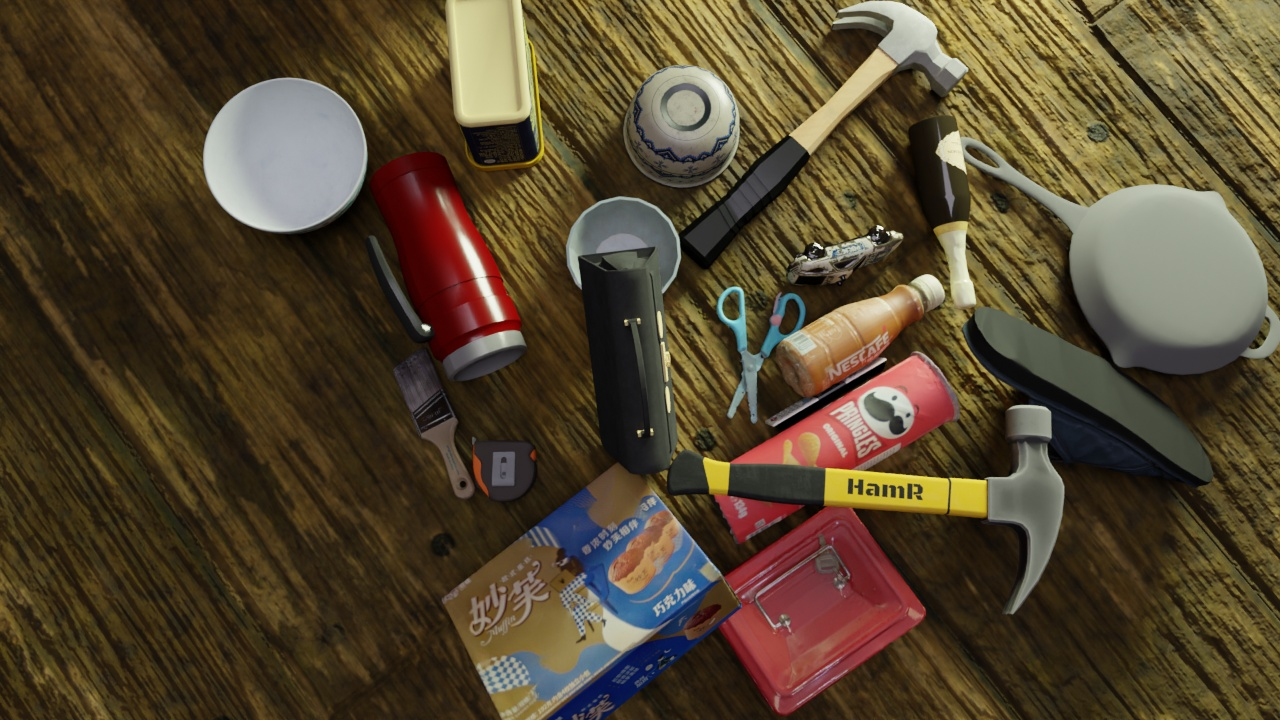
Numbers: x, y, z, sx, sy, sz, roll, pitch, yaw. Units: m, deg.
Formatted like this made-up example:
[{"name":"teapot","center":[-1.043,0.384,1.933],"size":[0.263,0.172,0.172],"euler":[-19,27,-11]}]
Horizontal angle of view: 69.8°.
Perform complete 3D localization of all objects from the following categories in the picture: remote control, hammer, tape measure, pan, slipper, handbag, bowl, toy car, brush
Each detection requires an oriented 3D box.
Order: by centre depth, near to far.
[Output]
[{"name":"handbag","center":[-0.004,0.004,0.750],"size":[0.072,0.195,0.176],"euler":[-7,101,-3]},{"name":"hammer","center":[0.184,0.113,0.767],"size":[0.325,0.034,0.169],"euler":[4,75,6]},{"name":"tape measure","center":[-0.125,0.100,0.837],"size":[0.058,0.038,0.058],"euler":[1,82,-1]},{"name":"slipper","center":[0.392,0.048,0.841],"size":[0.265,0.084,0.108],"euler":[27,38,-9]},{"name":"brush","center":[-0.186,0.059,0.844],"size":[0.039,0.012,0.151],"euler":[-27,74,-3]},{"name":"bowl","center":[-0.318,-0.179,0.855],"size":[0.144,0.074,0.144],"euler":[0,82,-1]},{"name":"remote control","center":[0.174,0.032,0.859],"size":[0.124,0.028,0.012],"euler":[-30,97,-5]},{"name":"toy car","center":[0.194,-0.094,0.866],"size":[0.113,0.048,0.040],"euler":[-16,78,-3]},{"name":"bowl","center":[-0.016,-0.098,0.867],"size":[0.106,0.039,0.106],"euler":[0,82,-1]},{"name":"bowl","center":[0.041,-0.230,0.878],"size":[0.115,0.059,0.115],"euler":[0,82,-1]},{"name":"pan","center":[0.458,-0.119,0.880],"size":[0.354,0.024,0.216],"euler":[35,76,7]},{"name":"hammer","center":[0.163,-0.217,0.891],"size":[0.131,0.039,0.328],"euler":[44,84,6]}]

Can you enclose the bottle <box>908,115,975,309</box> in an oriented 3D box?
[{"name":"bottle","center":[0.294,-0.139,0.877],"size":[0.045,0.045,0.184],"euler":[-7,82,-2]}]

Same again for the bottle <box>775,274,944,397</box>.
[{"name":"bottle","center":[0.207,-0.029,0.853],"size":[0.167,0.059,0.059],"euler":[-30,83,-10]}]

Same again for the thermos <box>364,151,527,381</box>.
[{"name":"thermos","center":[-0.185,-0.083,0.833],"size":[0.107,0.084,0.198],"euler":[-17,78,-39]}]

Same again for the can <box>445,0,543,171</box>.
[{"name":"can","center":[-0.136,-0.260,0.855],"size":[0.075,0.104,0.135],"euler":[-6,82,-2]}]

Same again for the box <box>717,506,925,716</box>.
[{"name":"box","center":[0.147,0.216,0.806],"size":[0.157,0.098,0.129],"euler":[-32,79,-2]}]

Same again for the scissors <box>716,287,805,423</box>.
[{"name":"scissors","center":[0.096,-0.011,0.871],"size":[0.095,0.015,0.142],"euler":[25,78,2]}]

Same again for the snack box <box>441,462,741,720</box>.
[{"name":"snack box","center":[-0.044,0.203,0.771],"size":[0.202,0.069,0.155],"euler":[-37,46,-6]}]

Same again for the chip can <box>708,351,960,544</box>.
[{"name":"chip can","center":[0.169,0.080,0.830],"size":[0.233,0.073,0.073],"euler":[-29,83,-4]}]
